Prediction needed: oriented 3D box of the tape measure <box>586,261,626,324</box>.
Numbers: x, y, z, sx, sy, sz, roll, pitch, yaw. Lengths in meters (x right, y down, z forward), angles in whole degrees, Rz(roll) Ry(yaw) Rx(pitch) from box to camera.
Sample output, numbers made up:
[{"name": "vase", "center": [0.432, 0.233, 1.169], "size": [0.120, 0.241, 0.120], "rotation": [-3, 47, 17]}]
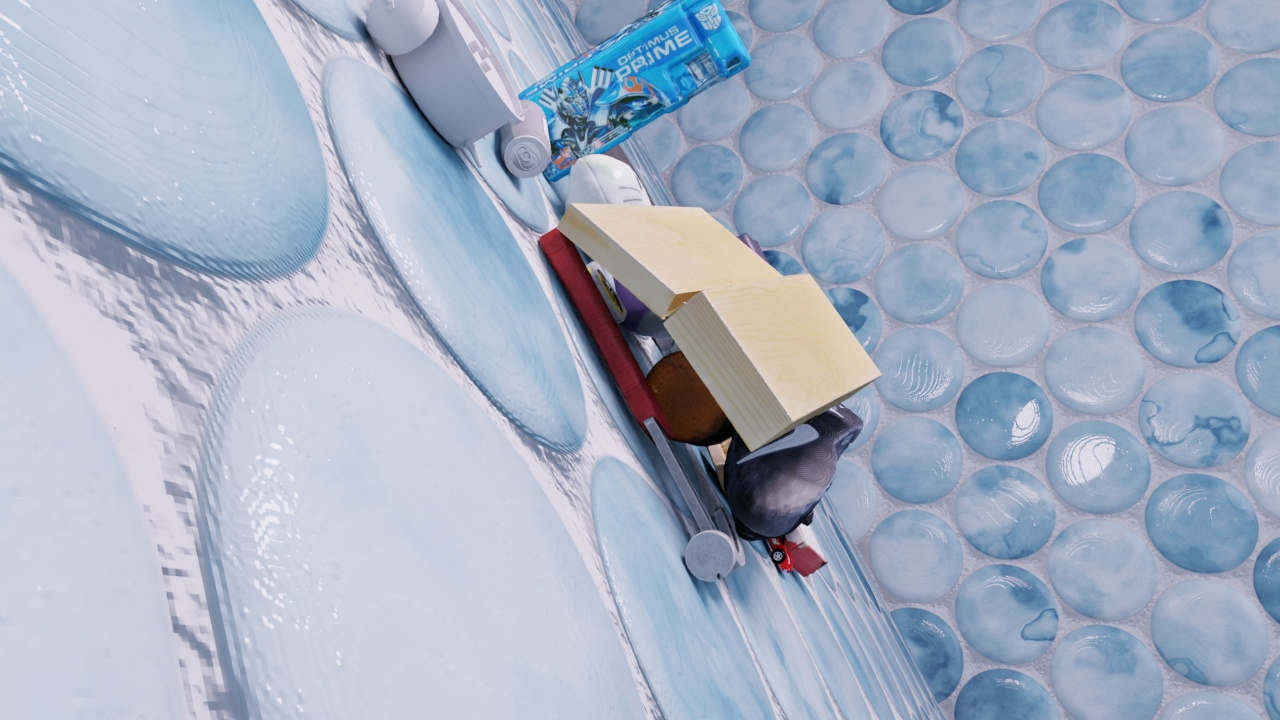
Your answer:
[{"name": "tape measure", "center": [-0.036, -0.064, 0.871], "size": [0.064, 0.017, 0.065], "rotation": [59, 9, -14]}]

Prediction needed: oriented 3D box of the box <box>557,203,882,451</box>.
[{"name": "box", "center": [0.081, -0.049, 0.810], "size": [0.257, 0.076, 0.246], "rotation": [44, 24, 17]}]

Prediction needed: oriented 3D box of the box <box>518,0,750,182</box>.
[{"name": "box", "center": [-0.025, -0.315, 0.976], "size": [0.075, 0.244, 0.166], "rotation": [47, 16, -56]}]

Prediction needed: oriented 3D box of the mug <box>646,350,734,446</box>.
[{"name": "mug", "center": [0.062, 0.029, 0.827], "size": [0.085, 0.111, 0.081], "rotation": [69, 13, 11]}]

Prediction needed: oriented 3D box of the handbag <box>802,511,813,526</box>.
[{"name": "handbag", "center": [0.176, 0.098, 1.090], "size": [0.197, 0.102, 0.199], "rotation": [48, 32, -75]}]

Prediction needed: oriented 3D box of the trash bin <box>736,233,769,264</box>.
[{"name": "trash bin", "center": [0.102, -0.092, 1.249], "size": [0.093, 0.161, 0.092], "rotation": [64, 16, 19]}]

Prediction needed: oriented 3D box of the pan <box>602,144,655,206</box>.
[{"name": "pan", "center": [0.008, -0.192, 1.285], "size": [0.356, 0.043, 0.248], "rotation": [50, 15, -51]}]

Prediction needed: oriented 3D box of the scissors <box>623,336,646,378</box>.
[{"name": "scissors", "center": [-0.001, 0.015, 0.860], "size": [0.073, 0.016, 0.134], "rotation": [62, 3, 38]}]

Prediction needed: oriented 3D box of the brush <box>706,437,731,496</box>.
[{"name": "brush", "center": [0.107, 0.130, 0.998], "size": [0.117, 0.039, 0.049], "rotation": [60, 7, -36]}]

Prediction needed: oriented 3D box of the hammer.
[{"name": "hammer", "center": [-0.002, 0.028, 0.744], "size": [0.315, 0.036, 0.126], "rotation": [62, 7, 11]}]

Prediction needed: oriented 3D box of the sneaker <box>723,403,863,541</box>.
[{"name": "sneaker", "center": [0.121, 0.125, 0.874], "size": [0.097, 0.151, 0.251], "rotation": [30, 27, 15]}]

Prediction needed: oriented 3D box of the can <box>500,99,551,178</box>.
[{"name": "can", "center": [-0.105, -0.201, 0.830], "size": [0.044, 0.044, 0.106], "rotation": [55, 11, -31]}]

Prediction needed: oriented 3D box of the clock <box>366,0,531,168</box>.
[{"name": "clock", "center": [-0.140, -0.223, 0.647], "size": [0.159, 0.061, 0.119], "rotation": [57, 10, -28]}]

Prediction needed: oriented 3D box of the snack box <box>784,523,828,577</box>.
[{"name": "snack box", "center": [0.173, 0.165, 1.247], "size": [0.076, 0.044, 0.272], "rotation": [45, 17, -41]}]

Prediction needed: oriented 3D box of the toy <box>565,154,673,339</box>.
[{"name": "toy", "center": [-0.013, -0.116, 0.952], "size": [0.209, 0.085, 0.137], "rotation": [64, 7, 11]}]

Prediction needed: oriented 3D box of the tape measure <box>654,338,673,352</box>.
[{"name": "tape measure", "center": [0.016, -0.049, 1.101], "size": [0.062, 0.020, 0.060], "rotation": [-105, 169, -53]}]

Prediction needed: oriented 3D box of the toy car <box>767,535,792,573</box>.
[{"name": "toy car", "center": [0.158, 0.207, 1.087], "size": [0.089, 0.025, 0.038], "rotation": [65, 10, 25]}]

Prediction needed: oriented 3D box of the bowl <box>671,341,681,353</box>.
[{"name": "bowl", "center": [0.082, -0.037, 1.011], "size": [0.068, 0.174, 0.174], "rotation": [35, 23, -37]}]
